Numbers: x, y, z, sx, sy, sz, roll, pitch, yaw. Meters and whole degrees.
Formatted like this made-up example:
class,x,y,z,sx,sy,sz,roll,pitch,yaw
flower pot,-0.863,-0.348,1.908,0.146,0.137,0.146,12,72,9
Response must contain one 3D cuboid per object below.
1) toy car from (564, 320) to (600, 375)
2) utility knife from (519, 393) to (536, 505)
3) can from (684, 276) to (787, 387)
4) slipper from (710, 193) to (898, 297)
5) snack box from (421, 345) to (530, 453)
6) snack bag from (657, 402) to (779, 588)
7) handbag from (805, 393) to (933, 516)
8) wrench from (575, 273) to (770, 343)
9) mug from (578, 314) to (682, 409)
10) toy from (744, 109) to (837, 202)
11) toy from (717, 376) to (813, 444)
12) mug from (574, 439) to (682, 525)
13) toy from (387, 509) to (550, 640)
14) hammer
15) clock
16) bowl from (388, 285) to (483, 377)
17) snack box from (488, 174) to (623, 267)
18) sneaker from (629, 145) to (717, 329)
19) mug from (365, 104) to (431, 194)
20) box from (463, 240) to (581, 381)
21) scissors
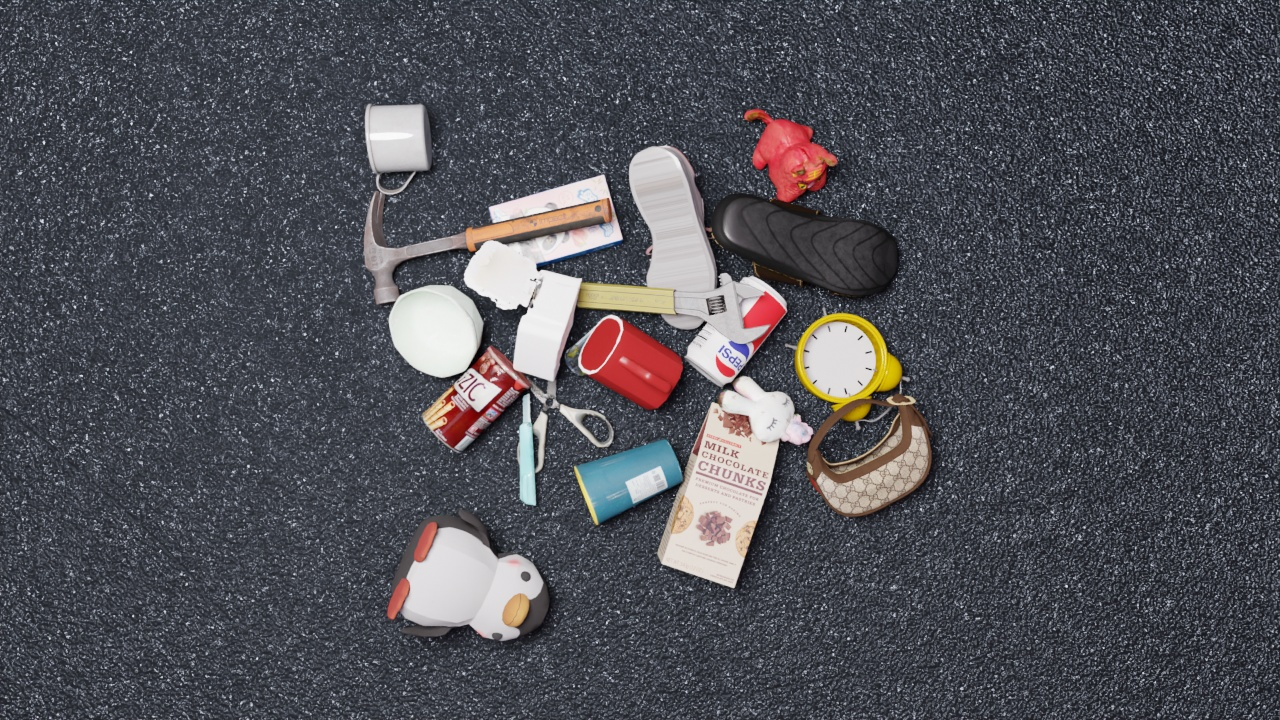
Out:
class,x,y,z,sx,sy,sz,roll,pitch,yaw
toy car,-0.057,-0.020,1.166,0.089,0.027,0.039,-42,115,-5
utility knife,-0.144,0.112,1.157,0.022,0.015,0.141,0,92,22
can,0.120,-0.036,1.157,0.070,0.070,0.132,39,87,-2
slipper,0.206,-0.145,1.161,0.267,0.076,0.113,11,83,-18
snack box,-0.203,0.049,1.135,0.121,0.072,0.072,-44,91,1
snack bag,0.101,0.165,1.153,0.094,0.070,0.206,19,88,-3
handbag,0.287,0.113,1.149,0.166,0.063,0.138,-26,115,-3
wrench,0.026,-0.069,1.134,0.274,0.018,0.083,5,99,18
mug,-0.007,0.006,1.113,0.096,0.116,0.080,32,91,-27
toy,0.188,-0.272,1.153,0.088,0.094,0.133,-36,89,-3
toy,0.158,0.064,1.140,0.122,0.038,0.079,32,46,7
mug,-0.013,0.147,1.148,0.121,0.078,0.078,-21,90,-8
toy,-0.202,0.272,1.123,0.184,0.140,0.159,26,88,-18
hammer,-0.191,-0.166,1.131,0.315,0.035,0.138,-11,92,8
clock,0.265,0.009,1.175,0.113,0.052,0.152,-44,87,-3
bowl,-0.244,-0.044,1.133,0.117,0.061,0.118,7,117,14
snack box,-0.106,-0.172,1.166,0.154,0.033,0.088,-17,91,-3
sneaker,0.049,-0.160,1.152,0.099,0.089,0.236,-3,114,21
mug,-0.298,-0.262,1.140,0.070,0.084,0.113,-3,123,-6
box,-0.145,-0.068,1.094,0.132,0.152,0.107,13,52,-2
scissors,-0.112,0.071,1.172,0.171,0.012,0.157,31,89,2
